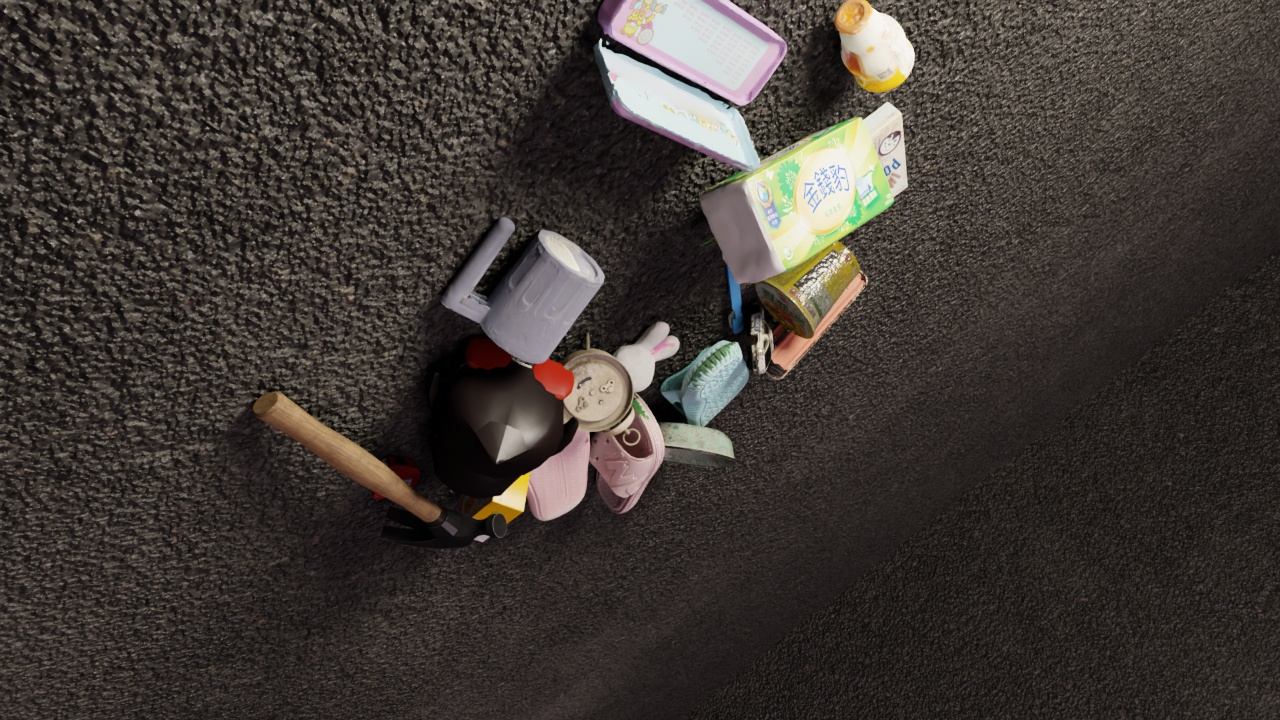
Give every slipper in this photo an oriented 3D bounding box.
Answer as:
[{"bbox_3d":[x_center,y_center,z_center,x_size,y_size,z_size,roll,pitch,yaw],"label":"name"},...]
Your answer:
[{"bbox_3d":[0.086,0.022,1.217,0.116,0.069,0.276,-39,165,-4],"label":"slipper"},{"bbox_3d":[-0.031,0.138,1.232,0.064,0.094,0.240,-25,152,-29],"label":"slipper"},{"bbox_3d":[-0.114,0.125,1.162,0.106,0.055,0.222,-27,140,-20],"label":"slipper"}]

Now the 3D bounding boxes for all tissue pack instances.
[{"bbox_3d":[0.146,-0.163,0.973,0.197,0.120,0.142,-25,-170,-32],"label":"tissue pack"}]

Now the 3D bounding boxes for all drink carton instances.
[{"bbox_3d":[-0.181,0.170,1.108,0.040,0.058,0.123,23,142,-23],"label":"drink carton"}]

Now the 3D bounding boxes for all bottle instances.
[{"bbox_3d":[0.227,-0.312,0.903,0.063,0.063,0.108,-46,147,15],"label":"bottle"}]

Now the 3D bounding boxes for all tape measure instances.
[{"bbox_3d":[-0.274,0.131,1.036,0.051,0.019,0.059,-7,139,-39],"label":"tape measure"}]

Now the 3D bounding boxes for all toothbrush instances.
[{"bbox_3d":[0.117,-0.088,1.155,0.016,0.014,0.167,-31,146,-11],"label":"toothbrush"}]

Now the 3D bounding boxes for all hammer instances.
[{"bbox_3d":[-0.275,0.120,0.941,0.132,0.040,0.305,-10,143,25],"label":"hammer"}]

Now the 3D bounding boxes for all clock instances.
[{"bbox_3d":[-0.047,0.044,1.068,0.093,0.054,0.141,-38,109,1],"label":"clock"}]

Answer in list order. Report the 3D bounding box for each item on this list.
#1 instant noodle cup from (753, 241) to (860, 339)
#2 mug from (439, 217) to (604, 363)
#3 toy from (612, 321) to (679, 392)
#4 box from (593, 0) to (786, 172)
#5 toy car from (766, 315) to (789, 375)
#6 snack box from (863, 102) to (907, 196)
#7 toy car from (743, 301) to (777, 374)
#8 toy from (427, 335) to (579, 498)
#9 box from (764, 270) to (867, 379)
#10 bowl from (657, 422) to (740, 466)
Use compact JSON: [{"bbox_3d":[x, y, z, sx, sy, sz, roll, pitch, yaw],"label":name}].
[{"bbox_3d":[0.217,-0.099,1.170,0.108,0.102,0.102,-43,151,-9],"label":"instant noodle cup"},{"bbox_3d":[-0.111,-0.070,0.880,0.124,0.083,0.104,28,113,-29],"label":"mug"},{"bbox_3d":[-0.007,0.007,1.123,0.125,0.037,0.076,-46,143,-4],"label":"toy"},{"bbox_3d":[0.045,-0.250,0.796,0.213,0.062,0.140,7,94,-51],"label":"box"},{"bbox_3d":[0.195,-0.025,1.271,0.040,0.037,0.092,27,80,-56],"label":"toy car"},{"bbox_3d":[0.278,-0.234,1.102,0.082,0.026,0.150,-38,150,0],"label":"snack box"},{"bbox_3d":[0.155,-0.030,1.184,0.040,0.112,0.048,-3,131,9],"label":"toy car"},{"bbox_3d":[-0.164,0.090,0.980,0.159,0.139,0.185,21,138,-15],"label":"toy"},{"bbox_3d":[0.223,-0.052,1.224,0.187,0.076,0.054,-47,118,-1],"label":"box"},{"bbox_3d":[0.063,0.116,1.286,0.157,0.038,0.157,8,168,2],"label":"bowl"}]
